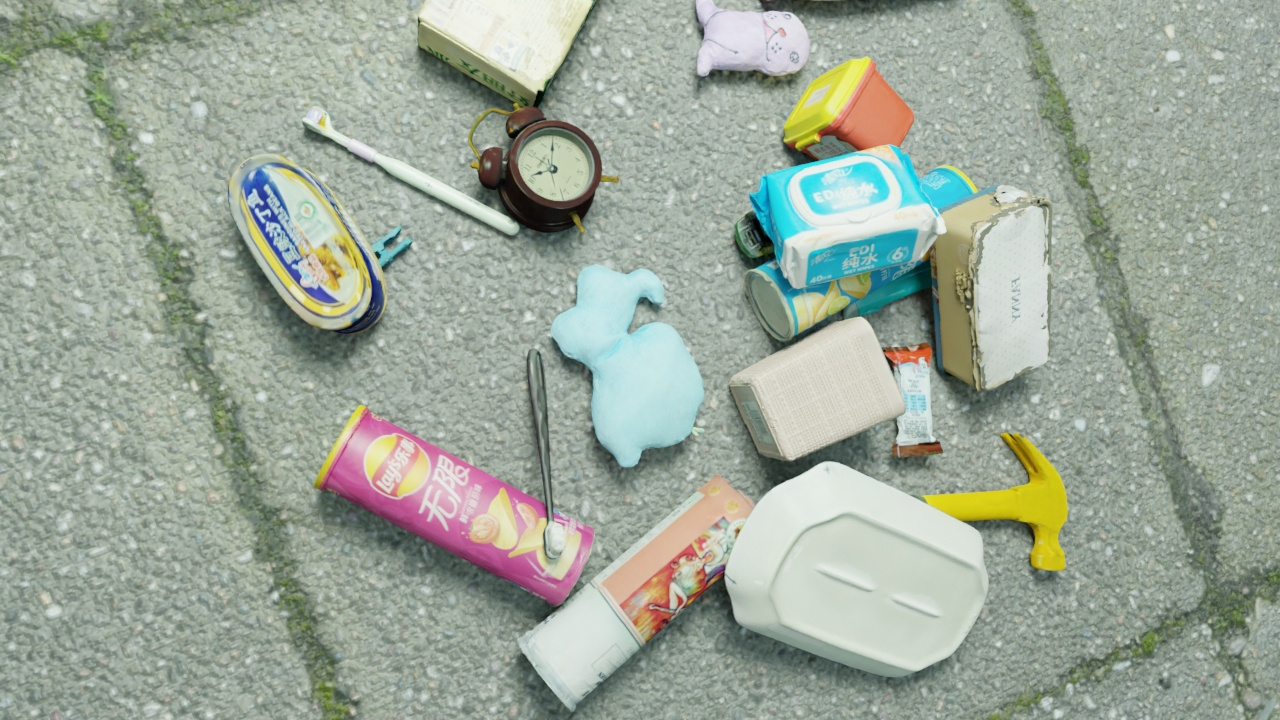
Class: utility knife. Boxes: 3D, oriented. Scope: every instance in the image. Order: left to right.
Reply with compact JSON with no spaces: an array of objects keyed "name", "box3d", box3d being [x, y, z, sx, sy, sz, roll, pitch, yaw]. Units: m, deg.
[{"name":"utility knife","box3d":[0.279,-0.085,0.855,0.215,0.013,0.029,-21,90,-11]}]

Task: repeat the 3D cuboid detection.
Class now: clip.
[{"name":"clip","box3d":[-0.210,-0.085,0.743,0.056,0.014,0.042,-39,95,-10]}]

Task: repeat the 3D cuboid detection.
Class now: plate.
[{"name":"plate","box3d":[0.194,0.188,0.770,0.265,0.034,0.162,27,97,-25]}]

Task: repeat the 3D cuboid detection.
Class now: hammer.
[{"name":"hammer","box3d":[0.251,0.134,0.828,0.300,0.033,0.128,-2,87,-13]}]

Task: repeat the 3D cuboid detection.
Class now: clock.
[{"name":"clock","box3d":[-0.084,-0.158,0.750,0.122,0.055,0.082,35,73,-8]}]

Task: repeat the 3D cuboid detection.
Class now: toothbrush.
[{"name":"toothbrush","box3d":[-0.184,-0.152,0.749,0.189,0.029,0.020,28,123,-11]},{"name":"toothbrush","box3d":[-0.076,0.068,0.728,0.015,0.018,0.180,4,58,-24]}]

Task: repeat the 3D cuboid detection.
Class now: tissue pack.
[{"name":"tissue pack","box3d":[0.166,-0.120,0.745,0.140,0.063,0.090,-13,58,-3]}]

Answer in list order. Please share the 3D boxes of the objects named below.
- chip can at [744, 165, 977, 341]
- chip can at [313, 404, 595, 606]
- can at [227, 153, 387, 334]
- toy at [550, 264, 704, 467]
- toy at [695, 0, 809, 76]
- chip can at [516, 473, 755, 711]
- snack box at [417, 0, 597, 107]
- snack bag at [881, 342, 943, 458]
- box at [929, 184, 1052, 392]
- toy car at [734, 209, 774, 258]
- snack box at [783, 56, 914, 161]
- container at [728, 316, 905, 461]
[{"name":"chip can","box3d":[0.198,-0.095,0.808,0.210,0.071,0.071,-29,94,-12]},{"name":"chip can","box3d":[-0.142,0.115,0.718,0.210,0.071,0.071,30,81,-10]},{"name":"can","box3d":[-0.254,-0.088,0.705,0.074,0.049,0.148,-33,90,-2]},{"name":"toy","box3d":[-0.005,0.004,0.768,0.156,0.050,0.161,28,74,-3]},{"name":"toy","box3d":[0.099,-0.285,0.811,0.108,0.039,0.083,0,78,-12]},{"name":"chip can","box3d":[0.005,0.185,0.750,0.214,0.071,0.071,-39,96,-13]},{"name":"snack box","box3d":[-0.080,-0.339,0.760,0.114,0.063,0.240,28,81,-11]},{"name":"snack bag","box3d":[0.247,0.035,0.833,0.048,0.026,0.104,-5,83,-1]},{"name":"box","box3d":[0.308,-0.056,0.804,0.089,0.061,0.184,-21,123,-15]},{"name":"toy car","box3d":[0.125,-0.123,0.810,0.091,0.036,0.043,-27,92,-11]},{"name":"snack box","box3d":[0.182,-0.206,0.802,0.080,0.091,0.082,36,79,-16]},{"name":"container","box3d":[0.145,0.028,0.783,0.111,0.090,0.090,-25,93,-10]}]
